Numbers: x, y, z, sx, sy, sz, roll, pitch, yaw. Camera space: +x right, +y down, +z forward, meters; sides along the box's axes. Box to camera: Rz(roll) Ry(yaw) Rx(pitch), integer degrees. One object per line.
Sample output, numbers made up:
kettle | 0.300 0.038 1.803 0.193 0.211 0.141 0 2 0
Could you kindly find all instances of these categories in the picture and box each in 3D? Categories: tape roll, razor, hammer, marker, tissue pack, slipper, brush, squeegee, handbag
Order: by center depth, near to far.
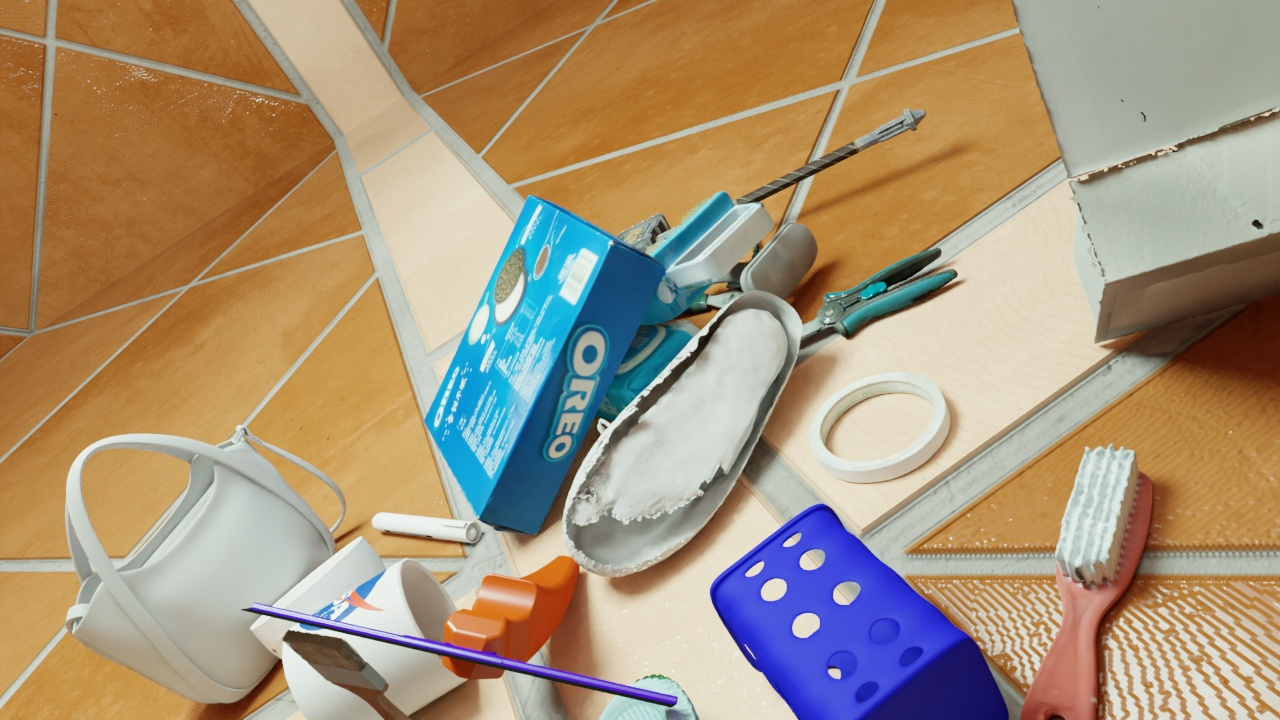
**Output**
slipper | -0.041 0.259 0.409 0.116 0.069 0.275 -34 24 44
brush | 0.219 0.110 0.453 0.041 0.030 0.171 -1 43 41
brush | -0.154 0.202 0.541 0.045 0.143 0.008 -1 43 28
squeegee | -0.079 0.158 0.567 0.250 0.055 0.184 7 8 16
tape roll | 0.160 0.044 0.617 0.093 0.013 0.092 -23 32 15
slipper | 0.030 0.052 0.665 0.112 0.075 0.246 28 62 20
handbag | -0.356 0.140 0.733 0.096 0.223 0.215 -7 38 33
brush | 0.041 -0.078 0.744 0.135 0.055 0.075 -44 24 -21
tissue pack | -0.005 0.005 0.772 0.092 0.062 0.145 -46 34 -24
marker | -0.186 0.140 0.779 0.134 0.020 0.017 -3 45 39
razor | 0.085 -0.078 0.809 0.116 0.047 0.088 2 41 48
hammer | 0.116 -0.160 0.879 0.323 0.044 0.098 -24 18 20

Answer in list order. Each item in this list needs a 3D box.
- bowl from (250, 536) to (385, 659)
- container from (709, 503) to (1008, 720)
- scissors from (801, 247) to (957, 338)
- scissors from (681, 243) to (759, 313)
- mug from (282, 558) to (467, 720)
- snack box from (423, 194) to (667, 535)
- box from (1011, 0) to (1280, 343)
bowl | -0.239 0.189 0.706 0.105 0.054 0.105 -39 7 5
container | 0.105 0.145 0.452 0.084 0.085 0.113 -36 32 -7
scissors | 0.177 -0.050 0.728 0.129 0.019 0.138 12 59 41
scissors | 0.088 -0.078 0.857 0.154 0.015 0.209 -40 32 -16
mug | -0.174 0.197 0.634 0.090 0.091 0.121 -31 -4 0
snack box | -0.091 -0.005 0.763 0.239 0.056 0.195 -64 31 8
box | 0.247 -0.190 0.395 0.167 0.506 0.148 -18 38 20
